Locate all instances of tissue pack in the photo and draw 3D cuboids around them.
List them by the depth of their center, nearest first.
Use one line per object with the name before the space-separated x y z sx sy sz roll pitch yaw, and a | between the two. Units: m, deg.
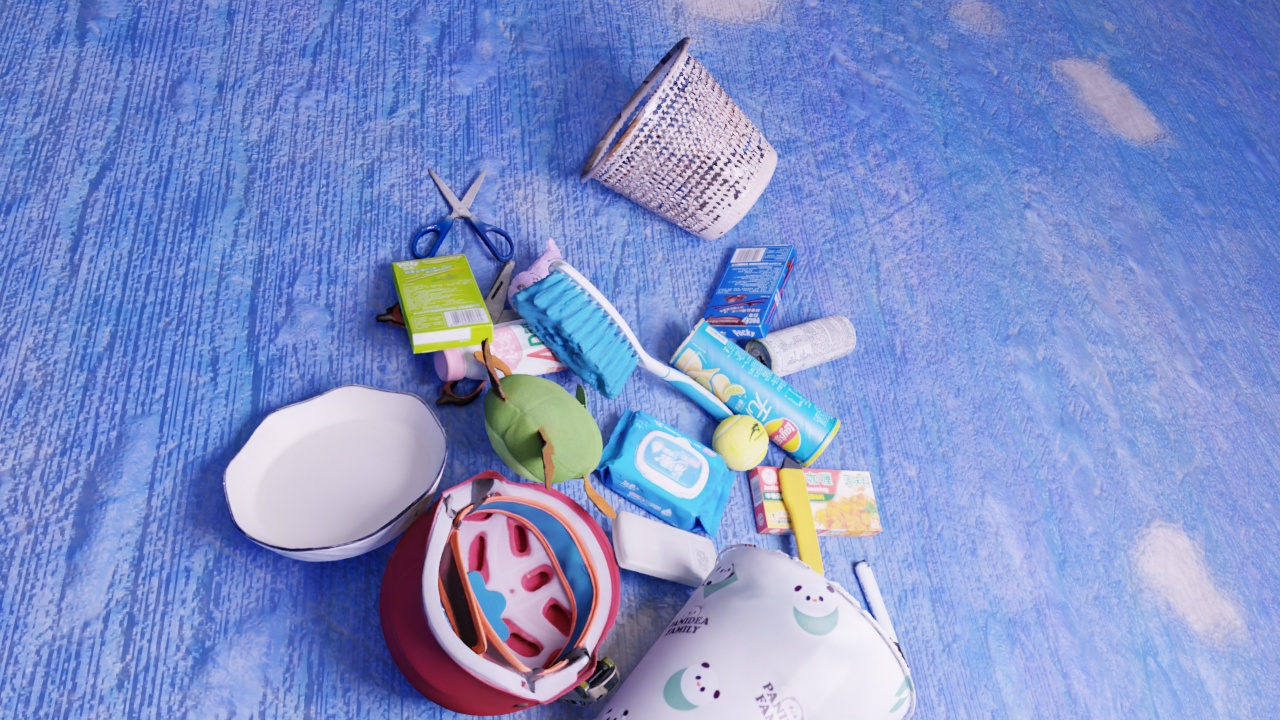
tissue pack | 0.032 0.125 1.027 0.157 0.052 0.094 31 54 -3

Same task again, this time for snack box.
snack box | -0.218 -0.065 1.003 0.085 0.026 0.156 -10 38 -18
snack box | 0.208 0.169 1.090 0.155 0.027 0.077 5 60 -20
snack box | 0.142 -0.091 1.192 0.085 0.026 0.156 2 47 30

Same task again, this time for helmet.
helmet | -0.138 0.220 0.844 0.207 0.144 0.239 60 28 11

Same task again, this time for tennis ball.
tennis ball | 0.117 0.096 1.072 0.065 0.066 0.065 11 57 -17

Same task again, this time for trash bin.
trash bin | 0.080 0.334 0.827 0.229 0.230 0.251 46 60 8
trash bin | 0.062 -0.270 1.198 0.192 0.228 0.226 35 52 -15

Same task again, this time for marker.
marker | 0.275 0.291 1.048 0.018 0.023 0.130 -8 65 -20

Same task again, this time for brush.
brush | -0.006 0.006 1.033 0.314 0.061 0.109 48 57 -21

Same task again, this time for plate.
plate | -0.283 0.107 0.866 0.205 0.046 0.204 -3 42 2

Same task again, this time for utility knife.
utility knife | 0.185 0.209 1.028 0.033 0.015 0.219 6 57 -21

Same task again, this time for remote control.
remote control | 0.028 0.201 0.961 0.150 0.021 0.058 27 41 -40

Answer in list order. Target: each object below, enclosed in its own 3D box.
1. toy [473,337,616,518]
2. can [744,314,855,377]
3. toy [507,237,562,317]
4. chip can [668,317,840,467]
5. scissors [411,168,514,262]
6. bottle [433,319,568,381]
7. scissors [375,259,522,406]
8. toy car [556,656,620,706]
toy | -0.096 0.068 0.916 0.090 0.246 0.227 -37 75 2
can | 0.207 -0.017 1.184 0.146 0.058 0.058 -16 68 -30
toy | -0.116 -0.085 1.090 0.084 0.039 0.107 56 46 -18
chip can | 0.137 0.039 1.113 0.210 0.071 0.071 37 53 3
scissors | -0.219 -0.173 1.124 0.162 0.012 0.175 32 56 9
bottle | -0.132 -0.014 1.024 0.196 0.068 0.068 -11 65 -34
scissors | -0.190 -0.037 1.055 0.225 0.015 0.188 -6 64 -27
toy car | -0.052 0.303 0.861 0.042 0.091 0.035 -36 97 -38
